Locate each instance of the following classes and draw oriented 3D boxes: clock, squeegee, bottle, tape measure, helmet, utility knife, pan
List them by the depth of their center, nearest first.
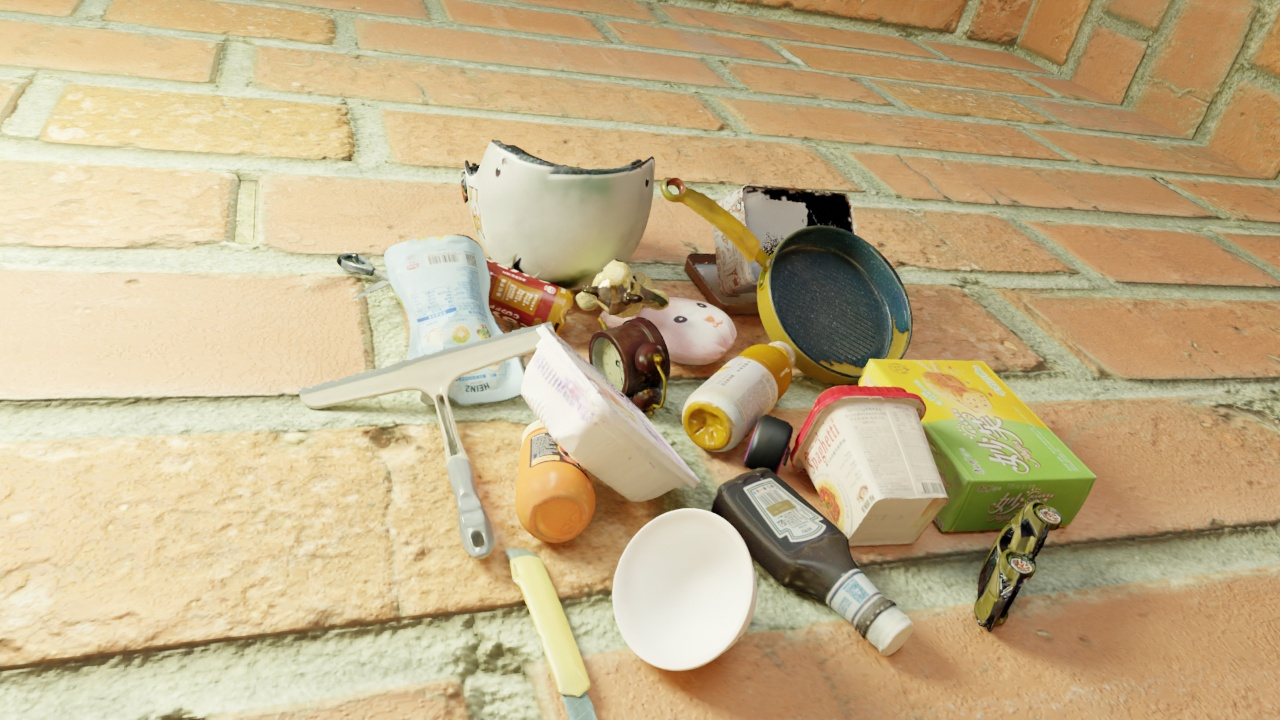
[{"bbox_3d":[-0.060,0.209,0.666,0.031,0.022,0.216,-3,28,-23],"label":"utility knife"},{"bbox_3d":[0.147,0.169,0.783,0.079,0.044,0.195,-15,42,-37],"label":"bottle"},{"bbox_3d":[-0.080,0.095,0.804,0.066,0.067,0.149,4,26,-14],"label":"bottle"},{"bbox_3d":[-0.162,0.084,0.808,0.246,0.039,0.246,-16,45,-12],"label":"squeegee"},{"bbox_3d":[0.127,0.084,0.896,0.039,0.057,0.057,20,24,9],"label":"tape measure"},{"bbox_3d":[-0.006,0.006,0.946,0.055,0.082,0.122,-15,38,-31],"label":"clock"},{"bbox_3d":[0.111,0.030,0.964,0.068,0.068,0.189,27,34,20],"label":"bottle"},{"bbox_3d":[-0.163,-0.080,1.018,0.175,0.058,0.057,20,31,-9],"label":"bottle"},{"bbox_3d":[0.167,-0.106,1.059,0.357,0.078,0.197,26,60,-12],"label":"pan"},{"bbox_3d":[-0.098,-0.162,1.095,0.229,0.157,0.274,3,2,-19],"label":"helmet"}]

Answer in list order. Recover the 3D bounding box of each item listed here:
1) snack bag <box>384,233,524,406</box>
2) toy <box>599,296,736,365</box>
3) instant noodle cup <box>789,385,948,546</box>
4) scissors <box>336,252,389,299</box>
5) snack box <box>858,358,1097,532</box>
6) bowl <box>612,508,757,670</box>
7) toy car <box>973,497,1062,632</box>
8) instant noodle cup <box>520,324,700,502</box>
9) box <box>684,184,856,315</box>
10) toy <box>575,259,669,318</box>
[{"bbox_3d":[-0.190,-0.040,0.932,0.110,0.039,0.191,-6,64,-30],"label":"snack bag"},{"bbox_3d":[0.033,-0.041,1.067,0.159,0.054,0.121,19,31,24],"label":"toy"},{"bbox_3d":[0.217,0.101,0.861,0.116,0.117,0.124,2,45,-17],"label":"instant noodle cup"},{"bbox_3d":[-0.279,-0.092,1.043,0.179,0.014,0.159,29,29,37],"label":"scissors"},{"bbox_3d":[0.341,0.082,0.964,0.157,0.070,0.210,1,34,-19],"label":"snack box"},{"bbox_3d":[0.045,0.178,0.697,0.118,0.118,0.064,45,5,41],"label":"bowl"},{"bbox_3d":[0.329,0.178,0.810,0.042,0.070,0.157,28,34,23],"label":"toy car"},{"bbox_3d":[-0.035,0.057,0.808,0.138,0.060,0.173,48,1,43],"label":"instant noodle cup"},{"bbox_3d":[0.169,-0.129,1.217,0.182,0.152,0.175,0,-9,-26],"label":"box"},{"bbox_3d":[-0.018,-0.080,1.019,0.105,0.066,0.157,7,8,8],"label":"toy"}]
